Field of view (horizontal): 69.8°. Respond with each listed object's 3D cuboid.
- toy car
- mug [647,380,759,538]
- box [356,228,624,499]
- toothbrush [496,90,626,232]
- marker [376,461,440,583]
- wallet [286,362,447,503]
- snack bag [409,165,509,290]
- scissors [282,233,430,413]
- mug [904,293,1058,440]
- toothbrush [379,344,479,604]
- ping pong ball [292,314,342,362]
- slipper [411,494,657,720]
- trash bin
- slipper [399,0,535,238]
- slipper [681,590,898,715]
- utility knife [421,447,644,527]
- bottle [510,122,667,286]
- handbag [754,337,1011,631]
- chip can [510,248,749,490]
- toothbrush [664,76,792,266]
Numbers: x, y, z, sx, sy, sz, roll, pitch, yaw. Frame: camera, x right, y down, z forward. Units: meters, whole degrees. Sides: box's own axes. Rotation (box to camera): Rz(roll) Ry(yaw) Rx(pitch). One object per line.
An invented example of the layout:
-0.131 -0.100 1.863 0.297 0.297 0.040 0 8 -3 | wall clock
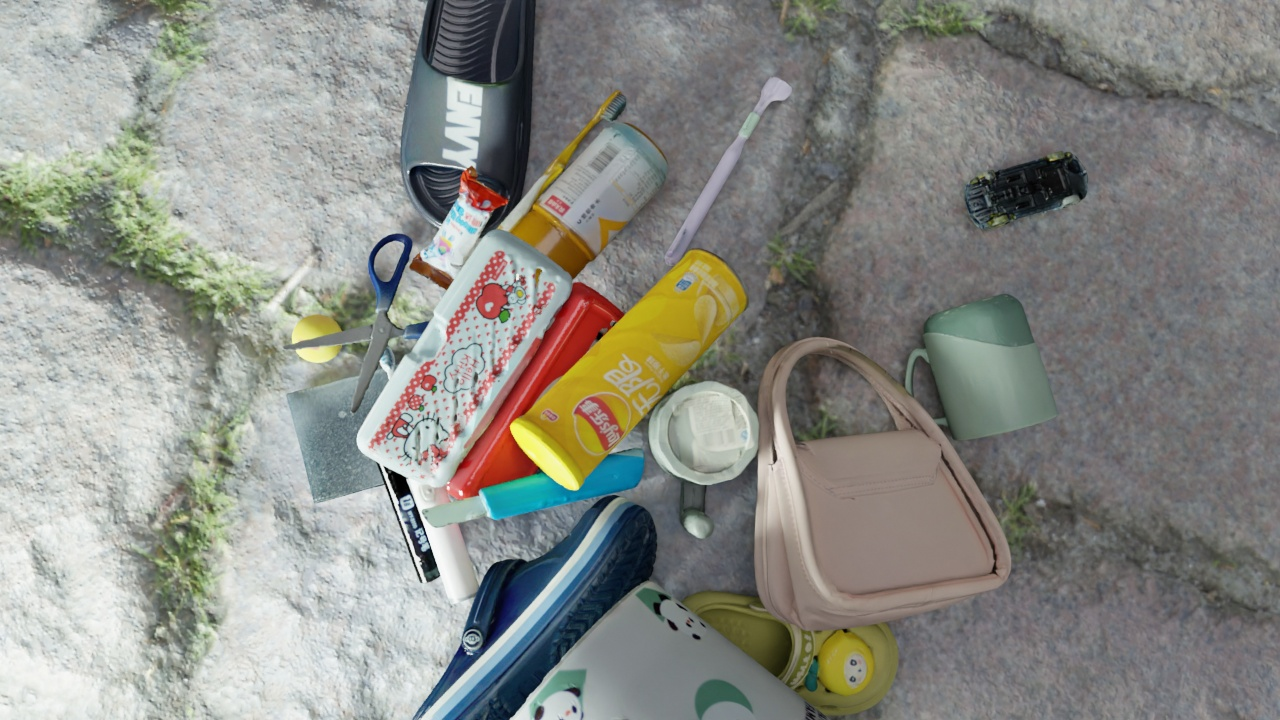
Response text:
0.334 -0.147 0.796 0.105 0.031 0.049 -16 87 -1 | toy car
0.049 0.078 0.734 0.083 0.103 0.124 3 84 -2 | mug
-0.108 0.016 0.721 0.161 0.060 0.201 32 90 -41 | box
-0.071 -0.159 0.784 0.018 0.016 0.191 33 78 19 | toothbrush
-0.194 0.120 0.752 0.020 0.022 0.132 -21 100 -17 | marker
-0.227 0.058 0.771 0.121 0.019 0.097 -15 86 -5 | wallet
-0.148 -0.107 0.754 0.045 0.026 0.105 31 112 -11 | snack bag
-0.203 -0.034 0.755 0.175 0.012 0.162 -2 67 -22 | scissors
0.274 0.009 0.764 0.112 0.082 0.106 -18 86 28 | mug
-0.177 0.089 0.749 0.026 0.026 0.221 -19 85 -12 | toothbrush
-0.269 -0.018 0.764 0.040 0.040 0.040 0 85 -2 | ping pong ball
-0.089 0.207 0.729 0.095 0.105 0.252 36 78 28 | slipper
0.040 0.307 0.638 0.252 0.229 0.229 40 85 17 | trash bin
-0.146 -0.239 0.763 0.111 0.083 0.268 6 88 1 | slipper
0.115 0.238 0.736 0.190 0.081 0.091 9 88 2 | slipper
-0.081 0.104 0.732 0.191 0.018 0.034 -10 102 -29 | utility knife
-0.058 -0.112 0.764 0.068 0.068 0.189 42 86 2 | bottle
0.171 0.087 0.729 0.193 0.094 0.234 -2 69 -29 | handbag
-0.004 0.004 0.728 0.072 0.072 0.213 44 70 2 | chip can
0.073 -0.163 0.798 0.029 0.021 0.189 29 86 39 | toothbrush
